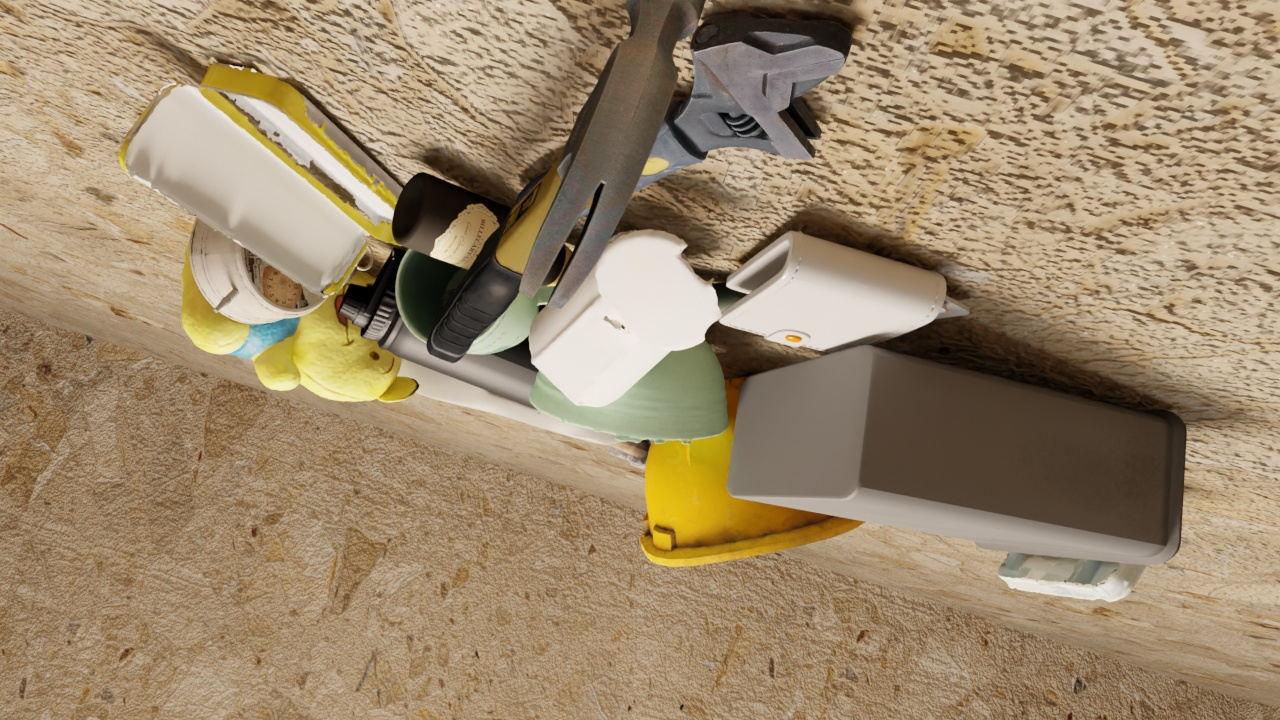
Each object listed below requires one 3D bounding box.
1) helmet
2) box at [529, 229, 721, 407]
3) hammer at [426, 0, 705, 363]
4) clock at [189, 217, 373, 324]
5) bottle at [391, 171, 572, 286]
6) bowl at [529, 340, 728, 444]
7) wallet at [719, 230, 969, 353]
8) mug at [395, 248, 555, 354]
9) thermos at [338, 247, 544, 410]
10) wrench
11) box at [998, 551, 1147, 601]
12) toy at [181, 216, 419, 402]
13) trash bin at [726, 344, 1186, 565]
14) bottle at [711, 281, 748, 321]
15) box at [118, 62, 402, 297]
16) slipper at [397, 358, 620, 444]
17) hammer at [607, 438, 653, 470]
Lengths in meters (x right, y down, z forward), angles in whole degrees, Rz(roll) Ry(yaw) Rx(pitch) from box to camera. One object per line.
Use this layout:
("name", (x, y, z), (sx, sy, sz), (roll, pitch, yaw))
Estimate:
("helmet", (0.089, 0.081, 0.798), (0.205, 0.131, 0.255), (-12, -179, 6))
("box", (-0.002, -0.032, 0.543), (0.083, 0.092, 0.167), (47, 134, -1))
("hammer", (-0.061, -0.048, 0.435), (0.025, 0.117, 0.334), (23, 161, -16))
("clock", (-0.264, -0.082, 0.710), (0.061, 0.103, 0.156), (1, -174, 32))
("bottle", (-0.068, -0.067, 0.595), (0.184, 0.045, 0.045), (18, 169, -38))
("bowl", (-0.004, 0.004, 0.686), (0.151, 0.077, 0.150), (7, -169, -2))
("wallet", (0.116, -0.032, 0.519), (0.115, 0.037, 0.119), (14, 167, -11))
("mug", (-0.103, -0.048, 0.663), (0.111, 0.084, 0.104), (-12, 172, 10))
("thermos", (-0.145, -0.027, 0.766), (0.198, 0.086, 0.086), (23, 166, -23))
("wrench", (0.001, -0.096, 0.428), (0.073, 0.022, 0.274), (25, 165, -27))
("box", (0.353, 0.131, 0.822), (0.127, 0.106, 0.215), (40, 168, 4))
("toy", (-0.297, -0.039, 0.800), (0.084, 0.148, 0.213), (-19, 155, 30))
("trash bin", (0.198, 0.066, 0.611), (0.219, 0.097, 0.192), (12, 169, -16))
("bottle", (0.025, -0.036, 0.602), (0.106, 0.025, 0.025), (-3, 159, 29))
("box", (-0.218, -0.110, 0.591), (0.117, 0.057, 0.210), (-22, 159, 8))
("slipper", (-0.120, 0.001, 0.888), (0.266, 0.081, 0.112), (19, -148, 13))
("hammer", (-0.057, 0.080, 1.058), (0.122, 0.049, 0.318), (16, 172, 33))
